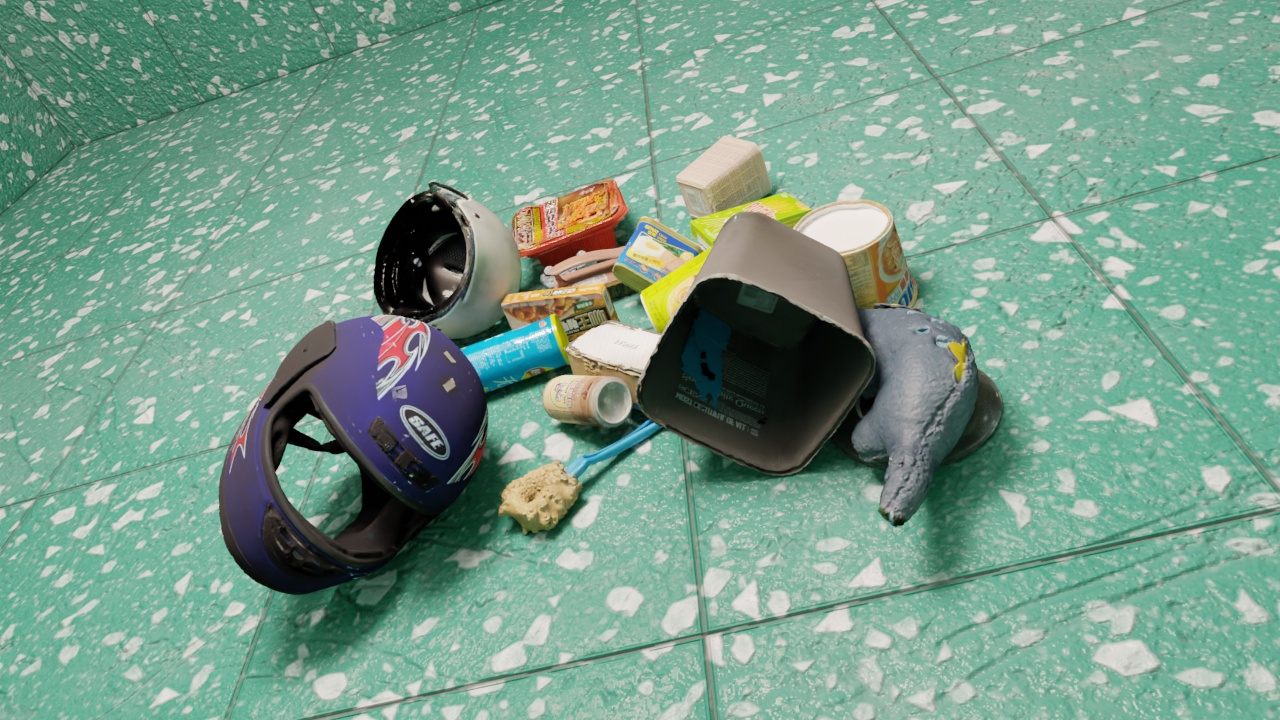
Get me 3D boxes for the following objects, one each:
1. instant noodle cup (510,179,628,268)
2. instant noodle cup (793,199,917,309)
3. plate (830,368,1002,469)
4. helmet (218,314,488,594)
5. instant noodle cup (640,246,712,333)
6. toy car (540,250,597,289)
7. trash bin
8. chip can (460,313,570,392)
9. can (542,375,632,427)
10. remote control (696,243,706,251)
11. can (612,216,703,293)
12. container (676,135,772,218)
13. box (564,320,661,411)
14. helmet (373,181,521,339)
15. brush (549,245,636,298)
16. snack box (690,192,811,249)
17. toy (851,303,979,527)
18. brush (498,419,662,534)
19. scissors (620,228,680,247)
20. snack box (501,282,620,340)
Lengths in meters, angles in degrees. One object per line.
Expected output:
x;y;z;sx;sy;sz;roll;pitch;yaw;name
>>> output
-0.106;-0.207;1.436;0.189;0.079;0.164;-21;32;5;instant noodle cup
0.251;-0.117;1.113;0.151;0.111;0.151;-14;36;10;instant noodle cup
0.283;0.045;0.961;0.179;0.024;0.179;-14;36;10;plate
-0.292;0.084;1.008;0.241;0.247;0.314;-31;26;19;helmet
0.070;-0.076;1.169;0.123;0.112;0.111;-27;35;7;instant noodle cup
-0.106;-0.131;1.379;0.090;0.043;0.034;-27;63;-2;toy car
0.126;-0.033;0.982;0.199;0.199;0.219;26;33;-5;trash bin
-0.199;0.006;1.222;0.210;0.071;0.071;-20;36;4;chip can
-0.064;0.047;1.085;0.058;0.058;0.116;-44;25;-28;can
0.077;-0.147;1.320;0.150;0.021;0.058;8;45;33;remote control
0.022;-0.134;1.256;0.102;0.057;0.083;30;70;0;can
0.125;-0.271;1.402;0.110;0.090;0.090;-39;39;-18;container
-0.007;0.006;1.112;0.089;0.061;0.184;-32;33;-28;box
-0.269;-0.132;1.349;0.274;0.156;0.230;17;89;53;helmet
-0.054;-0.124;1.314;0.145;0.073;0.063;-19;35;1;brush
0.159;-0.198;1.319;0.156;0.026;0.085;-18;32;-10;snack box
0.262;0.023;0.903;0.138;0.091;0.355;-26;28;22;toy
-0.047;0.111;1.039;0.254;0.046;0.083;-33;33;-21;brush
0.001;-0.164;1.362;0.138;0.017;0.073;-13;31;37;scissors
-0.109;-0.062;1.259;0.154;0.075;0.026;-5;38;22;snack box
